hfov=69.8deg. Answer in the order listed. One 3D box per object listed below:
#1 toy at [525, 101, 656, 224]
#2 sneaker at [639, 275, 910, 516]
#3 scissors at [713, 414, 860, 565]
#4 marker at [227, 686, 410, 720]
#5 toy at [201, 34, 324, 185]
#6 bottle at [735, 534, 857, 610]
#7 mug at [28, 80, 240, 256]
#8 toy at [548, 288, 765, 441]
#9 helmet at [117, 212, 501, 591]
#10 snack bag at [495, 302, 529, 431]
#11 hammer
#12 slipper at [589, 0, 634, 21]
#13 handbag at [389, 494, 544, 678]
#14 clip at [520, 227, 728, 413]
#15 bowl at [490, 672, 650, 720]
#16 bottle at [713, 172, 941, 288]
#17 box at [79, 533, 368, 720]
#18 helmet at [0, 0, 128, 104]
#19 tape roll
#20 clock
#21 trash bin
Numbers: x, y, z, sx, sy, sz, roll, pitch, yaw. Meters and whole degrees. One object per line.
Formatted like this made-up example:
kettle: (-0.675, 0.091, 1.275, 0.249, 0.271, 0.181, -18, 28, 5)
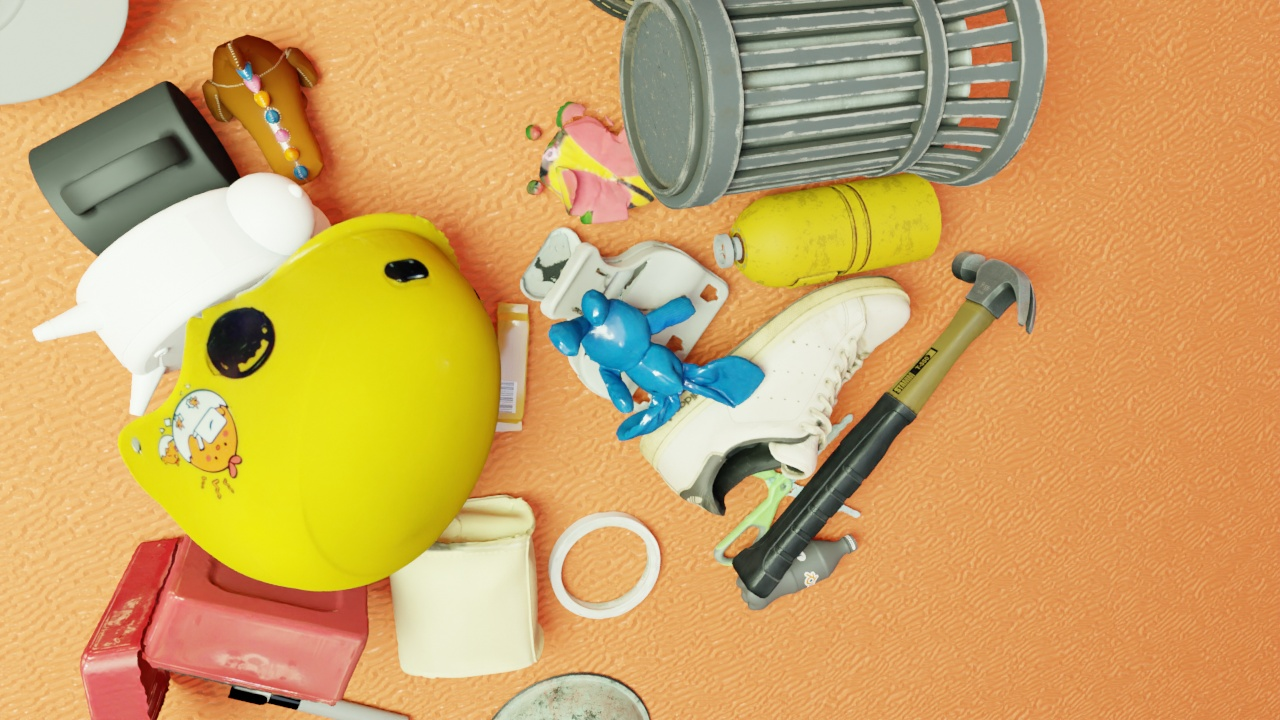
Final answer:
toy: (-0.028, -0.137, 0.650, 0.103, 0.046, 0.084, -2, 85, -18)
sneaker: (0.119, 0.031, 0.701, 0.241, 0.102, 0.089, -35, 149, -1)
scissors: (0.118, 0.105, 0.782, 0.174, 0.022, 0.171, 42, 89, -18)
marker: (-0.250, 0.272, 0.722, 0.140, 0.016, 0.016, 24, 98, -22)
toy: (-0.225, -0.150, 0.557, 0.070, 0.103, 0.090, -26, 105, -9)
bottle: (0.138, 0.181, 0.798, 0.110, 0.036, 0.036, -23, 111, -9)
mug: (-0.296, -0.109, 0.539, 0.088, 0.113, 0.078, -30, 111, -6)
toy: (-0.004, 0.004, 0.631, 0.113, 0.071, 0.176, -46, 135, 11)
helmet: (-0.167, 0.043, 0.561, 0.240, 0.139, 0.209, -50, 155, 6)
snack bag: (-0.097, 0.005, 0.684, 0.026, 0.020, 0.099, 2, 105, -9)
hammer: (0.192, 0.056, 0.738, 0.025, 0.118, 0.333, 37, 96, -21)
slipper: (0.075, -0.301, 0.612, 0.267, 0.076, 0.113, -21, 110, -10)
handbag: (-0.132, 0.168, 0.695, 0.111, 0.081, 0.119, -4, 109, -8)
clip: (-0.015, -0.037, 0.680, 0.142, 0.073, 0.124, 30, 94, -30)
bowl: (-0.060, 0.347, 0.789, 0.157, 0.038, 0.157, -5, 108, -15)
bottle: (0.137, -0.095, 0.696, 0.163, 0.071, 0.071, -11, 109, -13)
box: (-0.263, 0.177, 0.615, 0.168, 0.157, 0.154, -10, 111, -13)
helmet: (-0.410, -0.241, 0.470, 0.270, 0.117, 0.184, 5, 136, -24)
tape roll: (-0.029, 0.169, 0.758, 0.093, 0.013, 0.093, -5, 108, -15)
clock: (-0.260, -0.042, 0.558, 0.160, 0.125, 0.073, -37, 93, -9)
trash bin: (0.113, -0.183, 0.601, 0.227, 0.164, 0.164, -11, 109, -18)
